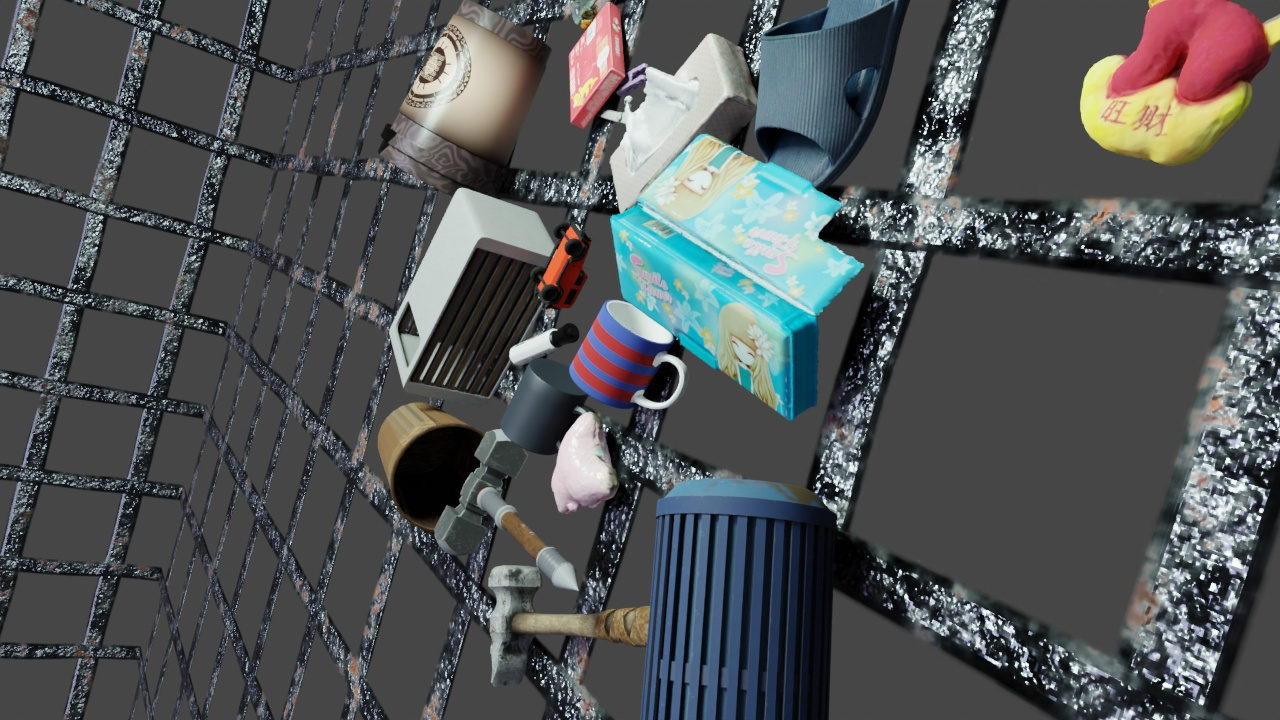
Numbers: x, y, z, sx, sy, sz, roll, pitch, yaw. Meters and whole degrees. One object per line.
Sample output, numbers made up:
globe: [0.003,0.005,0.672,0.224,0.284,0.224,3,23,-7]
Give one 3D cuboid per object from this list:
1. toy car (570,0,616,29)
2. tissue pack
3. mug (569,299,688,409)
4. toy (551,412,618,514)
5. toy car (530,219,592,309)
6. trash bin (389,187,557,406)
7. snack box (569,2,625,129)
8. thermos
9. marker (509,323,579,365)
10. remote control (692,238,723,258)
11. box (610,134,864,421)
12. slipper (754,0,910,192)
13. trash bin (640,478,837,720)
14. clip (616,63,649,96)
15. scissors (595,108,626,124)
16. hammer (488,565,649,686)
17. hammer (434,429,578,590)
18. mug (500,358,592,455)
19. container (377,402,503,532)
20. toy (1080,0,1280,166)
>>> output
toy car: [-0.044,-0.447,1.105,0.106,0.033,0.048,-44,44,32]
tissue pack: [0.029,-0.226,0.897,0.182,0.071,0.103,-45,46,42]
mug: [-0.005,0.005,0.865,0.112,0.074,0.076,40,114,24]
toy: [-0.059,0.112,0.908,0.096,0.052,0.099,-52,41,34]
toy car: [-0.084,-0.104,1.024,0.100,0.048,0.051,-60,37,21]
trash bin: [-0.207,-0.073,1.130,0.229,0.114,0.114,-57,38,25]
snack box: [-0.053,-0.348,1.078,0.089,0.021,0.132,-42,40,40]
thermos: [-0.226,-0.341,1.219,0.226,0.172,0.173,-61,36,10]
marker: [-0.110,-0.019,1.052,0.126,0.025,0.025,-19,63,51]
remote control: [0.066,-0.105,0.821,0.126,0.038,0.018,-50,42,33]
box: [0.068,-0.076,0.734,0.227,0.083,0.173,39,117,41]
slipper: [0.147,-0.256,0.724,0.101,0.082,0.264,30,102,53]
trash bin: [0.065,0.212,0.624,0.140,0.139,0.249,-15,65,52]
clip: [-0.008,-0.317,1.026,0.053,0.013,0.037,12,89,53]
scissors: [-0.010,-0.274,1.012,0.090,0.014,0.171,-58,41,28]
hammer: [-0.051,0.250,0.860,0.320,0.048,0.121,-18,66,49]
hammer: [-0.124,0.171,0.929,0.156,0.043,0.322,-62,27,-4]
mug: [-0.089,0.058,0.967,0.105,0.071,0.078,37,111,25]
container: [-0.258,0.120,1.132,0.167,0.132,0.132,25,99,61]
toy: [0.297,-0.176,0.502,0.106,0.067,0.137,10,94,52]
